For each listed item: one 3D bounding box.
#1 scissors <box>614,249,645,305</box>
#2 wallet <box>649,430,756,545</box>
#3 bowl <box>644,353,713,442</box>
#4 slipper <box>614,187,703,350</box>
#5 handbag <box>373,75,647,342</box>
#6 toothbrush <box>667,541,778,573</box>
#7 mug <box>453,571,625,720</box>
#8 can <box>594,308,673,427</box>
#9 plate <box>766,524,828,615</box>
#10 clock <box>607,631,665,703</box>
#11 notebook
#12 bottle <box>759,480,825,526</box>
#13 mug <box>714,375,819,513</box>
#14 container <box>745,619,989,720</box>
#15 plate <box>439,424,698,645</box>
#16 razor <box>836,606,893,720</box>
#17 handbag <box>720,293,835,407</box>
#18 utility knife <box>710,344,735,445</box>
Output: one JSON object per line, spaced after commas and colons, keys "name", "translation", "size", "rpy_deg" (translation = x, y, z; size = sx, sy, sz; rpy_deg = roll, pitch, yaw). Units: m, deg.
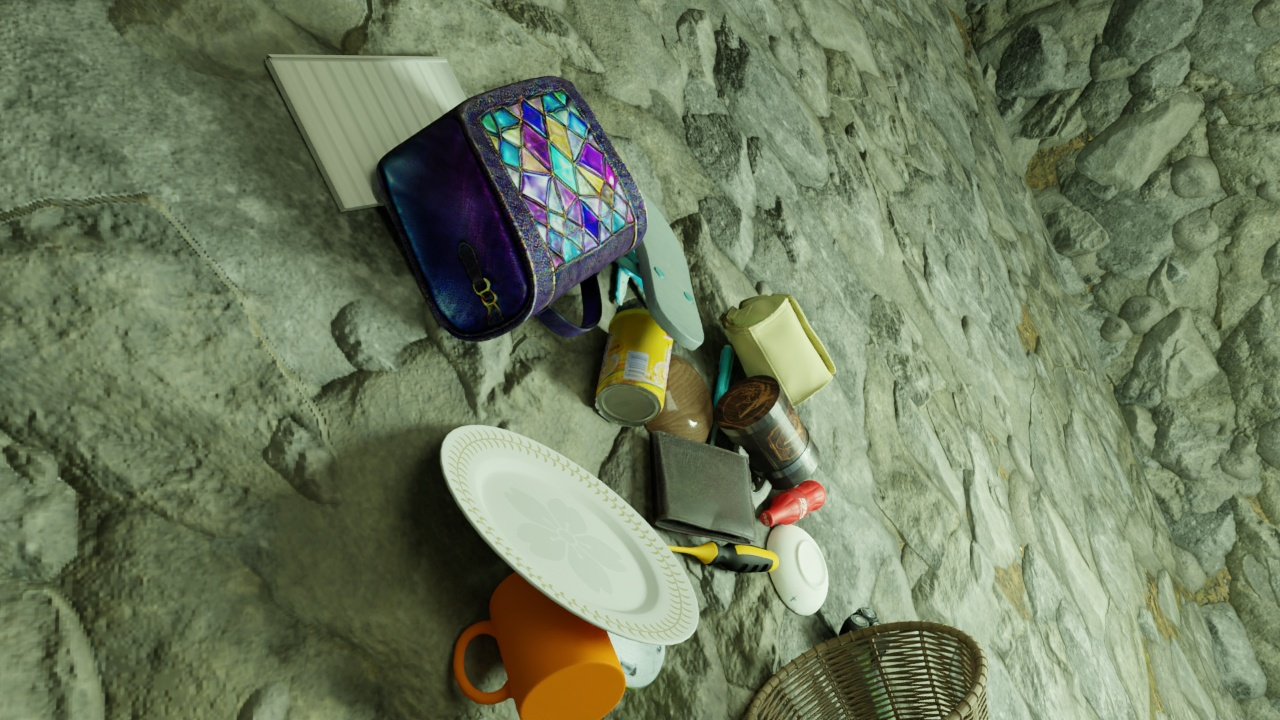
{"name": "scissors", "translation": [-0.014, -0.114, 1.025], "size": [0.134, 0.011, 0.137], "rpy_deg": [56, 35, -4]}
{"name": "wallet", "translation": [0.062, 0.130, 0.924], "size": [0.120, 0.031, 0.099], "rpy_deg": [17, 53, -26]}
{"name": "bowl", "translation": [0.042, 0.040, 0.977], "size": [0.117, 0.030, 0.117], "rpy_deg": [29, 47, -37]}
{"name": "slipper", "translation": [0.010, -0.095, 0.959], "size": [0.098, 0.055, 0.268], "rpy_deg": [31, 28, -36]}
{"name": "handbag", "translation": [-0.102, -0.123, 0.824], "size": [0.222, 0.126, 0.204], "rpy_deg": [63, 35, -10]}
{"name": "toothbrush", "translation": [0.071, 0.193, 0.917], "size": [0.196, 0.031, 0.030], "rpy_deg": [17, 41, -39]}
{"name": "mug", "translation": [-0.079, 0.212, 0.665], "size": [0.112, 0.078, 0.096], "rpy_deg": [-13, 38, -15]}
{"name": "can", "translation": [-0.005, 0.005, 0.910], "size": [0.067, 0.068, 0.104], "rpy_deg": [38, 42, -29]}
{"name": "plate", "translation": [0.183, 0.231, 1.029], "size": [0.104, 0.026, 0.104], "rpy_deg": [30, 47, -37]}
{"name": "clock", "translation": [-0.023, 0.218, 0.758], "size": [0.083, 0.057, 0.118], "rpy_deg": [34, 45, -32]}
{"name": "notebook", "translation": [-0.221, -0.214, 0.838], "size": [0.209, 0.009, 0.142], "rpy_deg": [-26, 89, -54]}
{"name": "bottle", "translation": [0.172, 0.166, 1.047], "size": [0.118, 0.036, 0.036], "rpy_deg": [-12, 77, -53]}
{"name": "mug", "translation": [0.132, 0.094, 1.012], "size": [0.115, 0.080, 0.107], "rpy_deg": [-51, 123, -22]}
{"name": "container", "translation": [0.237, 0.384, 0.841], "size": [0.226, 0.227, 0.196], "rpy_deg": [-31, 99, -54]}
{"name": "plate", "translation": [-0.055, 0.135, 0.717], "size": [0.242, 0.016, 0.242], "rpy_deg": [36, 12, -9]}
{"name": "razor", "translation": [0.257, 0.350, 1.011], "size": [0.053, 0.067, 0.151], "rpy_deg": [-12, 85, -49]}
{"name": "handbag", "translation": [0.152, -0.015, 1.070], "size": [0.081, 0.111, 0.119], "rpy_deg": [-35, 106, -12]}
{"name": "utility knife", "translation": [0.090, 0.051, 1.043], "size": [0.022, 0.015, 0.180], "rpy_deg": [59, 33, -40]}
